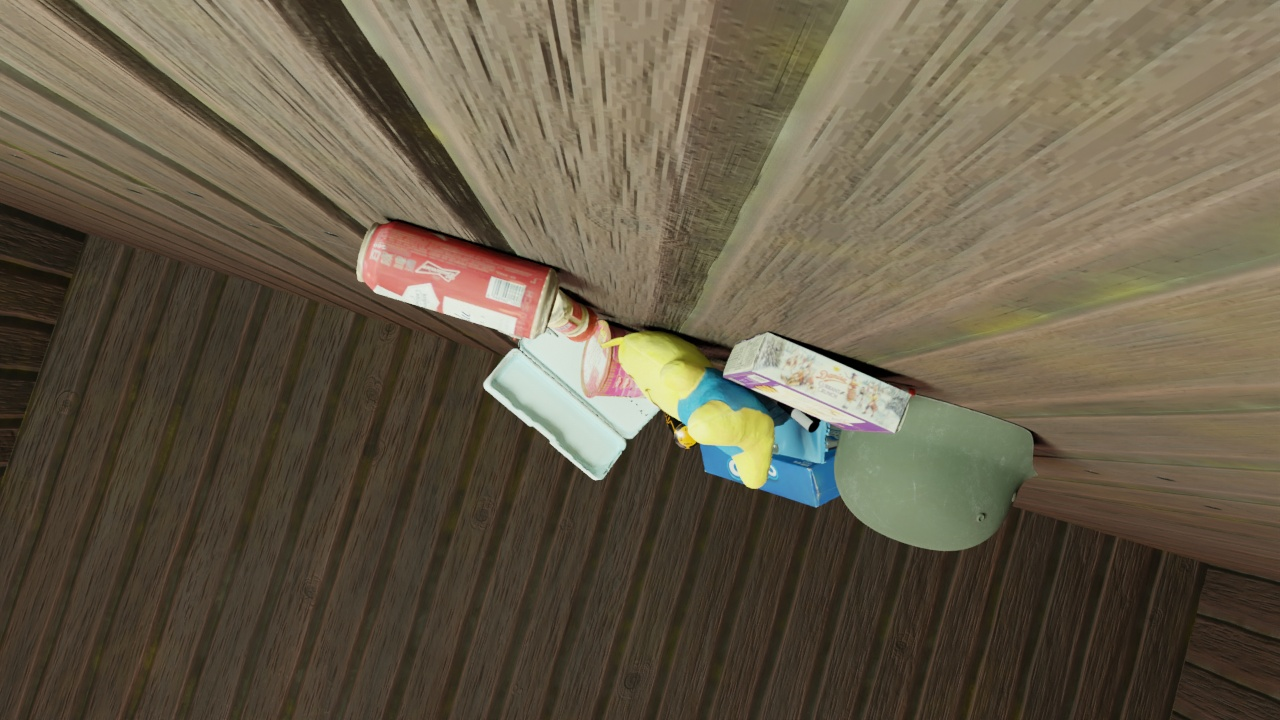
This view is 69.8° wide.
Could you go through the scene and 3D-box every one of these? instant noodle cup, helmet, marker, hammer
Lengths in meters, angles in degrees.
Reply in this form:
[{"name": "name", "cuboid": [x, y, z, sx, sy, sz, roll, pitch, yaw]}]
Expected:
[{"name": "instant noodle cup", "cuboid": [-0.007, 0.007, 1.133, 0.108, 0.097, 0.098, 9, 179, -22]}, {"name": "helmet", "cuboid": [0.327, 0.136, 1.055, 0.267, 0.153, 0.227, 19, 175, -30]}, {"name": "marker", "cuboid": [0.144, 0.033, 1.008, 0.016, 0.016, 0.140, 21, -163, -48]}, {"name": "marker", "cuboid": [0.219, 0.022, 0.948, 0.142, 0.012, 0.012, 12, 174, 45]}, {"name": "hammer", "cuboid": [0.043, 0.065, 1.334, 0.123, 0.036, 0.320, 55, -179, -12]}]

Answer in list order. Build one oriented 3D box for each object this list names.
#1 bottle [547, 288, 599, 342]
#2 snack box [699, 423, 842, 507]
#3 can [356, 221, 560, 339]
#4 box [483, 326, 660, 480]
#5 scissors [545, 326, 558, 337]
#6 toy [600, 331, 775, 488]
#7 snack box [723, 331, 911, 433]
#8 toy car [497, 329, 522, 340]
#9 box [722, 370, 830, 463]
[{"name": "bottle", "cuboid": [-0.081, -0.049, 0.976, 0.044, 0.044, 0.109, 15, 175, 18]}, {"name": "snack box", "cuboid": [0.227, 0.118, 1.249, 0.195, 0.056, 0.239, -19, -166, -29]}, {"name": "can", "cuboid": [-0.159, -0.072, 0.812, 0.170, 0.067, 0.067, 17, 176, -4]}, {"name": "box", "cuboid": [-0.087, 0.046, 1.177, 0.197, 0.136, 0.049, 41, 174, -12]}, {"name": "scissors", "cuboid": [-0.150, -0.069, 0.969, 0.153, 0.019, 0.128, 26, 167, 9]}, {"name": "toy", "cuboid": [0.060, 0.035, 1.013, 0.214, 0.084, 0.149, 43, 179, 45]}, {"name": "snack box", "cuboid": [0.164, 0.024, 0.889, 0.148, 0.040, 0.143, 23, 175, -4]}, {"name": "toy car", "cuboid": [-0.181, -0.048, 1.368, 0.039, 0.039, 0.113, 15, 176, 13]}, {"name": "box", "cuboid": [0.147, 0.074, 1.129, 0.094, 0.102, 0.232, -27, -169, -20]}]
